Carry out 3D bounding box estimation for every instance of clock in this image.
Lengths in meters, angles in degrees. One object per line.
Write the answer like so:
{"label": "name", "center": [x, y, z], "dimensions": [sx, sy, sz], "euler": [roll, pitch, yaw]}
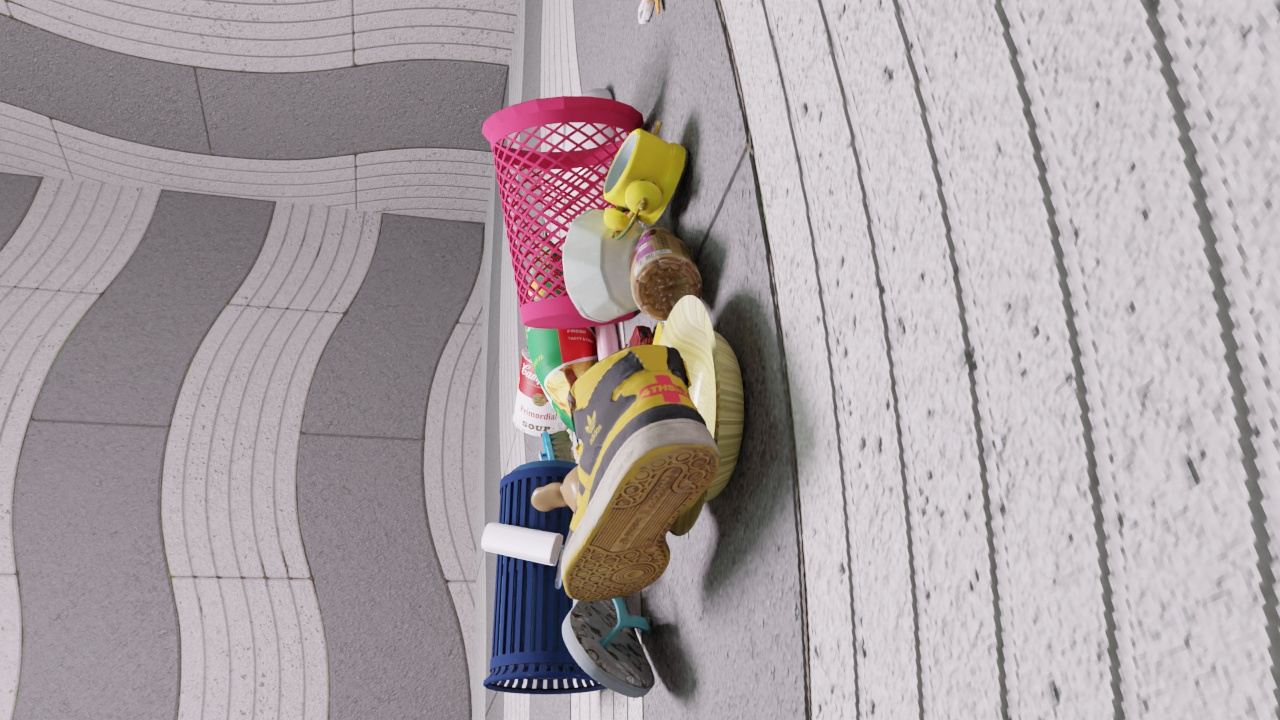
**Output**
{"label": "clock", "center": [0.002, -0.165, 0.875], "dimensions": [0.083, 0.057, 0.118], "euler": [-33, 38, 59]}

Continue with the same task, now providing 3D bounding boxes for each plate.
{"label": "plate", "center": [0.048, 0.043, 0.714], "dimensions": [0.184, 0.036, 0.184], "euler": [-177, 91, -76]}

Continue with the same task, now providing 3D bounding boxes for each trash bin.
{"label": "trash bin", "center": [-0.106, 0.250, 1.072], "dimensions": [0.140, 0.139, 0.249], "euler": [119, 154, -60]}

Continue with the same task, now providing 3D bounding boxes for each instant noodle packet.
{"label": "instant noodle packet", "center": [-0.101, -0.028, 1.188], "dimensions": [0.196, 0.090, 0.252], "euler": [95, 166, -75]}

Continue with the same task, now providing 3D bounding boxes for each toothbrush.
{"label": "toothbrush", "center": [-0.034, 0.019, 1.073], "dimensions": [0.026, 0.027, 0.222], "euler": [58, -164, -44]}

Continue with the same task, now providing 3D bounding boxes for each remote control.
{"label": "remote control", "center": [-0.133, 0.201, 1.012], "dimensions": [0.131, 0.012, 0.033], "euler": [-2, 68, 46]}

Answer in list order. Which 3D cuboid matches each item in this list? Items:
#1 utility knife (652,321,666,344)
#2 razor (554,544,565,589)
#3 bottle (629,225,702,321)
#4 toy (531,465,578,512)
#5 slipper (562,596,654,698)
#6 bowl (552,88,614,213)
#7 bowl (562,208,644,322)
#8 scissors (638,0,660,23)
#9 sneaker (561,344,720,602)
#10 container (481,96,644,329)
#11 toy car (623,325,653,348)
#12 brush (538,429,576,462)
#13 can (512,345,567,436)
{"label": "utility knife", "center": [0.013, 0.009, 0.905], "dimensions": [0.030, 0.018, 0.191], "euler": [-112, 26, -51]}
{"label": "razor", "center": [-0.071, 0.204, 0.941], "dimensions": [0.144, 0.022, 0.042], "euler": [117, 163, -84]}
{"label": "bottle", "center": [0.019, -0.088, 0.830], "dimensions": [0.166, 0.059, 0.060], "euler": [-98, 16, -68]}
{"label": "toy", "center": [-0.041, 0.151, 0.941], "dimensions": [0.106, 0.134, 0.108], "euler": [54, -174, -29]}
{"label": "slipper", "center": [-0.022, 0.243, 0.876], "dimensions": [0.054, 0.098, 0.269], "euler": [-49, 5, -1]}
{"label": "bowl", "center": [-0.087, -0.297, 1.298], "dimensions": [0.177, 0.066, 0.176], "euler": [-177, 91, -76]}
{"label": "bowl", "center": [-0.021, -0.098, 0.932], "dimensions": [0.061, 0.117, 0.117], "euler": [-1, 83, 33]}
{"label": "scissors", "center": [0.014, -0.426, 1.042], "dimensions": [0.128, 0.011, 0.125], "euler": [110, 160, -53]}
{"label": "sneaker", "center": [-0.015, 0.084, 0.691], "dimensions": [0.239, 0.086, 0.122], "euler": [115, 149, -46]}
{"label": "container", "center": [-0.078, -0.156, 1.041], "dimensions": [0.183, 0.183, 0.225], "euler": [157, 108, -75]}
{"label": "toy car", "center": [-0.006, 0.006, 0.952], "dimensions": [0.042, 0.036, 0.091], "euler": [-104, 28, -54]}
{"label": "brush", "center": [-0.118, 0.161, 1.212], "dimensions": [0.055, 0.075, 0.136], "euler": [-168, 67, -76]}
{"label": "can", "center": [-0.142, 0.044, 1.378], "dimensions": [0.086, 0.086, 0.117], "euler": [-113, 31, -62]}
